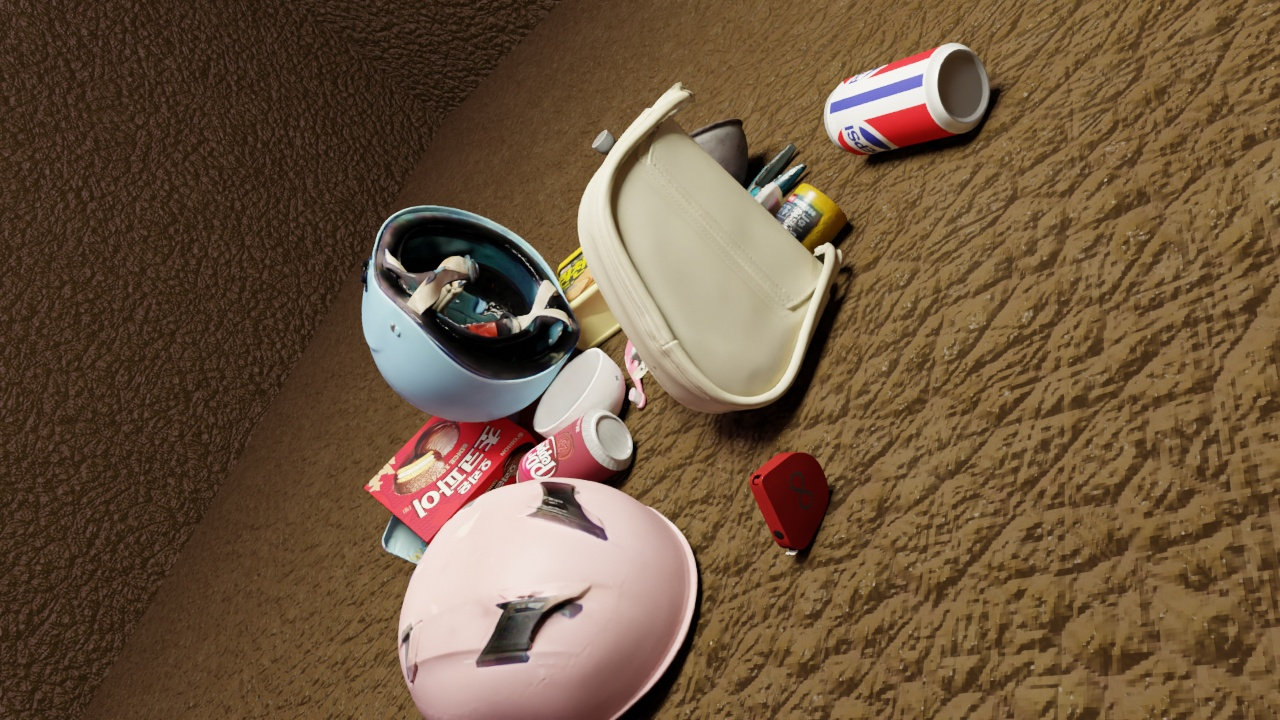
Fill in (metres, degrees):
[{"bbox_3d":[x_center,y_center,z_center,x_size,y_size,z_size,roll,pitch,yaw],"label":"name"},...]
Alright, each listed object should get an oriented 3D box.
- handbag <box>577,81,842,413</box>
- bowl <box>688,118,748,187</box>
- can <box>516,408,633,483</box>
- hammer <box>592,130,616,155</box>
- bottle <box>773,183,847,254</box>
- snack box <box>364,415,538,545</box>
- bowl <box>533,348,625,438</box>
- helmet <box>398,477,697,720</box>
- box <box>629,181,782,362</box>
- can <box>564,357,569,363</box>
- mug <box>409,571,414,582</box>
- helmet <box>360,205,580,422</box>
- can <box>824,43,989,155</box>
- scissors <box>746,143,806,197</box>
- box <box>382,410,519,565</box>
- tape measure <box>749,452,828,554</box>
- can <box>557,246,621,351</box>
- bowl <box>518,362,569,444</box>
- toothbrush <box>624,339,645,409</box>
[{"bbox_3d":[0.043,-0.079,0.751,0.183,0.229,0.132,-48,10,-16],"label":"handbag"},{"bbox_3d":[0.061,-0.196,0.999,0.145,0.067,0.145,-27,-2,-1],"label":"bowl"},{"bbox_3d":[-0.063,0.096,0.875,0.114,0.063,0.063,-35,30,35],"label":"can"},{"bbox_3d":[0.001,-0.160,1.029,0.031,0.119,0.330,-43,26,20],"label":"hammer"},{"bbox_3d":[0.103,-0.069,0.811,0.186,0.053,0.053,-50,24,7],"label":"bottle"},{"bbox_3d":[-0.205,0.119,1.001,0.133,0.036,0.151,26,66,42],"label":"snack box"},{"bbox_3d":[-0.057,0.044,0.941,0.105,0.054,0.104,-40,24,22],"label":"bowl"},{"bbox_3d":[-0.085,0.185,0.707,0.256,0.152,0.229,-19,37,42],"label":"helmet"},{"bbox_3d":[0.068,-0.074,0.868,0.201,0.059,0.155,-51,5,6],"label":"box"},{"bbox_3d":[-0.136,0.000,1.114,0.067,0.076,0.067,-40,27,26],"label":"can"},{"bbox_3d":[-0.164,0.214,0.902,0.076,0.075,0.111,-23,12,48],"label":"mug"},{"bbox_3d":[-0.197,-0.045,0.986,0.167,0.225,0.265,-52,41,36],"label":"helmet"},{"bbox_3d":[0.222,-0.217,0.777,0.070,0.070,0.132,-59,25,-13],"label":"can"},{"bbox_3d":[0.120,-0.170,0.958,0.151,0.019,0.120,-19,41,53],"label":"scissors"},{"bbox_3d":[-0.214,0.127,1.050,0.090,0.092,0.213,126,165,-52],"label":"box"},{"bbox_3d":[0.102,0.091,0.611,0.051,0.059,0.019,-32,11,-32],"label":"tape measure"},{"bbox_3d":[-0.042,-0.087,1.072,0.131,0.072,0.100,-35,33,35],"label":"can"},{"bbox_3d":[-0.100,0.048,1.037,0.122,0.035,0.121,-40,27,26],"label":"bowl"},{"bbox_3d":[-0.006,0.006,0.950,0.022,0.016,0.134,-42,27,22],"label":"toothbrush"}]
